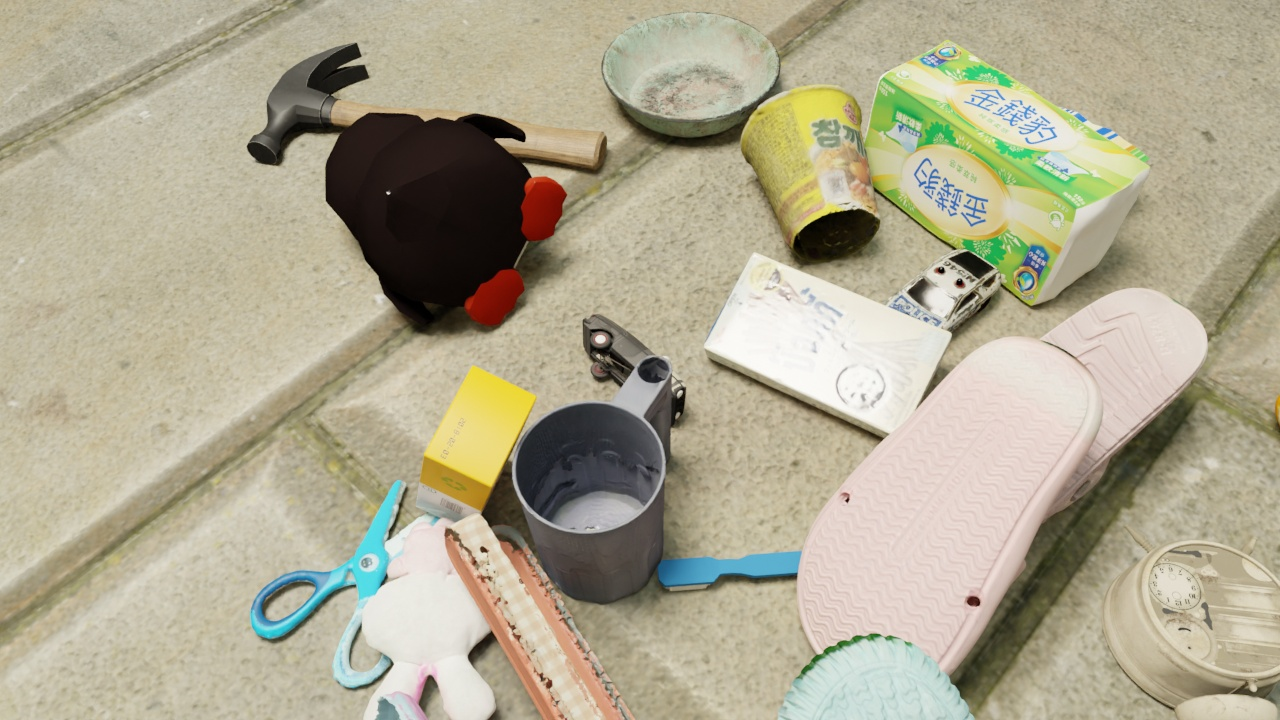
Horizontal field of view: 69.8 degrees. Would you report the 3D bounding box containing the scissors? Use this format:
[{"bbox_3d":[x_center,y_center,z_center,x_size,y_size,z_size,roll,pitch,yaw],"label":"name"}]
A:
[{"bbox_3d":[-0.182,0.128,0.572,0.113,0.013,0.140,9,57,6],"label":"scissors"}]

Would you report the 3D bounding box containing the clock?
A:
[{"bbox_3d":[0.312,0.158,0.500,0.093,0.055,0.140,5,52,6],"label":"clock"}]

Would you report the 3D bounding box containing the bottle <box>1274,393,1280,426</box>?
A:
[{"bbox_3d":[0.462,0.014,0.594,0.063,0.063,0.108,37,63,26],"label":"bottle"}]

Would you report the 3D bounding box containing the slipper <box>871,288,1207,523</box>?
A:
[{"bbox_3d":[0.246,0.048,0.579,0.239,0.064,0.094,-35,60,-4],"label":"slipper"}]

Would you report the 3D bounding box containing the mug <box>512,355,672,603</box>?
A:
[{"bbox_3d":[-0.016,0.072,0.548,0.084,0.104,0.123,23,58,19],"label":"mug"}]

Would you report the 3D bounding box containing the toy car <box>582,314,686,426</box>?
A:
[{"bbox_3d":[-0.004,0.004,0.636,0.037,0.040,0.092,-37,63,-26],"label":"toy car"}]

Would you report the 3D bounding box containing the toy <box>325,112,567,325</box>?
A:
[{"bbox_3d":[-0.175,-0.127,0.683,0.184,0.140,0.159,33,98,36],"label":"toy"}]

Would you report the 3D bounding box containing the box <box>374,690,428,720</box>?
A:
[{"bbox_3d":[-0.089,0.276,0.429,0.140,0.062,0.214,-51,61,10],"label":"box"}]

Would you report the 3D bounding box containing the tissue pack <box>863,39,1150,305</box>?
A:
[{"bbox_3d":[0.290,-0.159,0.703,0.141,0.120,0.197,-31,65,-20],"label":"tissue pack"}]

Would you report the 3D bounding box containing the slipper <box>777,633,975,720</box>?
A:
[{"bbox_3d":[0.132,0.268,0.417,0.115,0.070,0.276,-14,72,-18],"label":"slipper"}]

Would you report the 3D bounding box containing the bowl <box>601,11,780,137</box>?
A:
[{"bbox_3d":[0.045,-0.251,0.824,0.157,0.039,0.157,-1,54,2],"label":"bowl"}]

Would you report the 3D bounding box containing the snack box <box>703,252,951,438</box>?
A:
[{"bbox_3d":[0.127,-0.010,0.636,0.150,0.026,0.082,26,80,20],"label":"snack box"}]

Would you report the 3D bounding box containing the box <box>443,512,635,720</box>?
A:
[{"bbox_3d":[-0.044,0.162,0.496,0.055,0.076,0.187,-45,66,19],"label":"box"}]

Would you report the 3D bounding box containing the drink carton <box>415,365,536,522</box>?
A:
[{"bbox_3d":[-0.102,0.058,0.552,0.040,0.123,0.058,26,63,-4],"label":"drink carton"}]

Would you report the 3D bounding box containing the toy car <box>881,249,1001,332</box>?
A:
[{"bbox_3d":[0.213,-0.044,0.662,0.112,0.041,0.048,-36,59,-21],"label":"toy car"}]

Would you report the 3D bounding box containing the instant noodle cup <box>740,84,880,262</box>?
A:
[{"bbox_3d":[0.136,-0.140,0.709,0.102,0.102,0.108,-9,63,-4],"label":"instant noodle cup"}]

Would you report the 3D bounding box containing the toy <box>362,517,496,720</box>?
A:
[{"bbox_3d":[-0.122,0.154,0.534,0.076,0.037,0.125,-5,57,-8],"label":"toy"}]

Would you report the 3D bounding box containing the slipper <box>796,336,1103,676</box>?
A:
[{"bbox_3d":[0.169,0.085,0.513,0.107,0.055,0.222,36,97,30],"label":"slipper"}]

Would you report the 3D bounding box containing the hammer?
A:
[{"bbox_3d":[-0.179,-0.210,0.809,0.305,0.040,0.132,10,58,9],"label":"hammer"}]

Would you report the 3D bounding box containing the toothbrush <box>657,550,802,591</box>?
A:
[{"bbox_3d":[0.093,0.126,0.563,0.166,0.014,0.016,-3,53,-5],"label":"toothbrush"}]
